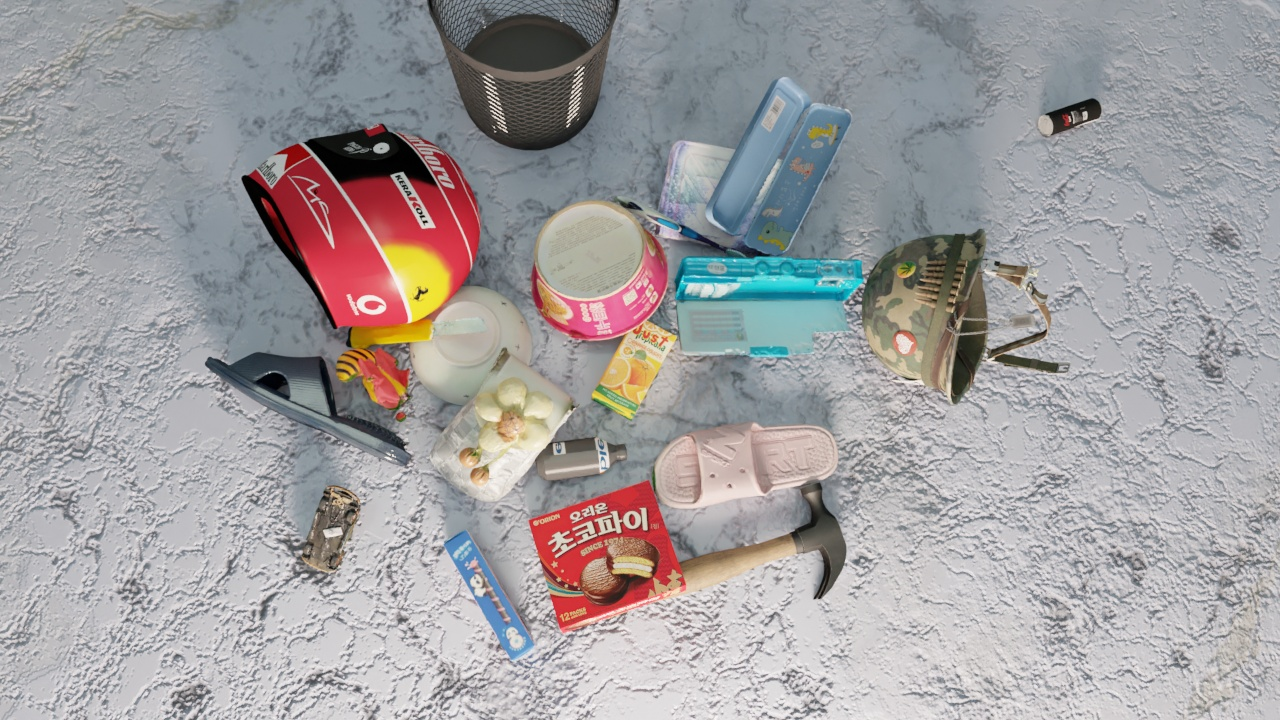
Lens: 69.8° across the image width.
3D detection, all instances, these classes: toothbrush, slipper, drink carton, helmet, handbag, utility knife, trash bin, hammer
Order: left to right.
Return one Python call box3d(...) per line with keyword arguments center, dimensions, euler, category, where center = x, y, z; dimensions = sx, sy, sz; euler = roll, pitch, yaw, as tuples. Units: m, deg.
box3d(center=(-0.383, 0.039, 1.089), dimensions=(0.263, 0.101, 0.082), euler=(26, 78, -2), category="slipper")
box3d(center=(-0.309, -0.167, 1.085), dimensions=(0.224, 0.198, 0.271), euler=(-30, 57, -18), category="helmet")
box3d(center=(-0.271, -0.033, 1.094), dimensions=(0.228, 0.019, 0.030), euler=(-3, 88, 34), category="utility knife")
box3d(center=(-0.167, 0.089, 1.067), dimensions=(0.112, 0.123, 0.172), euler=(37, 104, -7), category="handbag")
box3d(center=(-0.140, -0.396, 1.135), dimensions=(0.217, 0.227, 0.217), euler=(1, 78, -4), category="trash bin")
box3d(center=(-0.007, 0.007, 1.154), dimensions=(0.058, 0.041, 0.122), euler=(28, 77, 2), category="drink carton")
box3d(center=(0.051, -0.166, 1.164), dimensions=(0.189, 0.017, 0.016), euler=(25, 109, 3), category="toothbrush")
box3d(center=(0.105, -0.209, 1.200), dimensions=(0.158, 0.069, 0.126), euler=(11, 91, -2), category="handbag")
box3d(center=(0.099, 0.255, 1.113), dimensions=(0.305, 0.040, 0.132), euler=(-16, 76, -7), category="hammer")
box3d(center=(0.132, 0.122, 1.129), dimensions=(0.239, 0.064, 0.094), euler=(-8, 78, -8), category="slipper")
box3d(center=(0.390, -0.052, 1.114), dimensions=(0.237, 0.193, 0.223), euler=(-5, 54, 18), category="helmet")

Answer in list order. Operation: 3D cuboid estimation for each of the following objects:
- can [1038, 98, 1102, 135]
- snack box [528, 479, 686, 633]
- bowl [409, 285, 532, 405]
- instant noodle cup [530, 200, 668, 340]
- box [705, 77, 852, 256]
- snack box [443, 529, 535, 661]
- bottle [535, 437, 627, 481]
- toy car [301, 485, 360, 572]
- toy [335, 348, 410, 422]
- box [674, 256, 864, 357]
box3d(center=(0.600, -0.340, 1.281), dimensions=(0.080, 0.031, 0.031), euler=(-20, 80, -8), category="can")
box3d(center=(-0.040, 0.231, 1.086), dimensions=(0.152, 0.036, 0.132), euler=(-18, 66, -6), category="snack box")
box3d(center=(-0.211, -0.025, 1.129), dimensions=(0.153, 0.073, 0.153), euler=(1, 77, -5), category="bowl")
box3d(center=(-0.057, -0.121, 1.137), dimensions=(0.179, 0.078, 0.178), euler=(-3, 68, 7), category="instant noodle cup")
box3d(center=(0.171, -0.240, 1.146), dimensions=(0.122, 0.047, 0.209), euler=(28, 86, -4), category="box")
box3d(center=(-0.174, 0.270, 1.060), dimensions=(0.033, 0.088, 0.154), euler=(-31, 82, -13), category="snack box")
box3d(center=(-0.072, 0.119, 1.122), dimensions=(0.112, 0.047, 0.047), euler=(-6, 78, -6), category="bottle")
box3d(center=(-0.359, 0.193, 1.084), dimensions=(0.047, 0.047, 0.112), euler=(25, 106, 2), category="toy car")
box3d(center=(-0.315, 0.022, 1.101), dimensions=(0.103, 0.046, 0.084), euler=(38, 37, -26), category="toy")
box3d(center=(0.160, -0.061, 1.155), dimensions=(0.227, 0.097, 0.117), euler=(0, 76, -5), category="box")
